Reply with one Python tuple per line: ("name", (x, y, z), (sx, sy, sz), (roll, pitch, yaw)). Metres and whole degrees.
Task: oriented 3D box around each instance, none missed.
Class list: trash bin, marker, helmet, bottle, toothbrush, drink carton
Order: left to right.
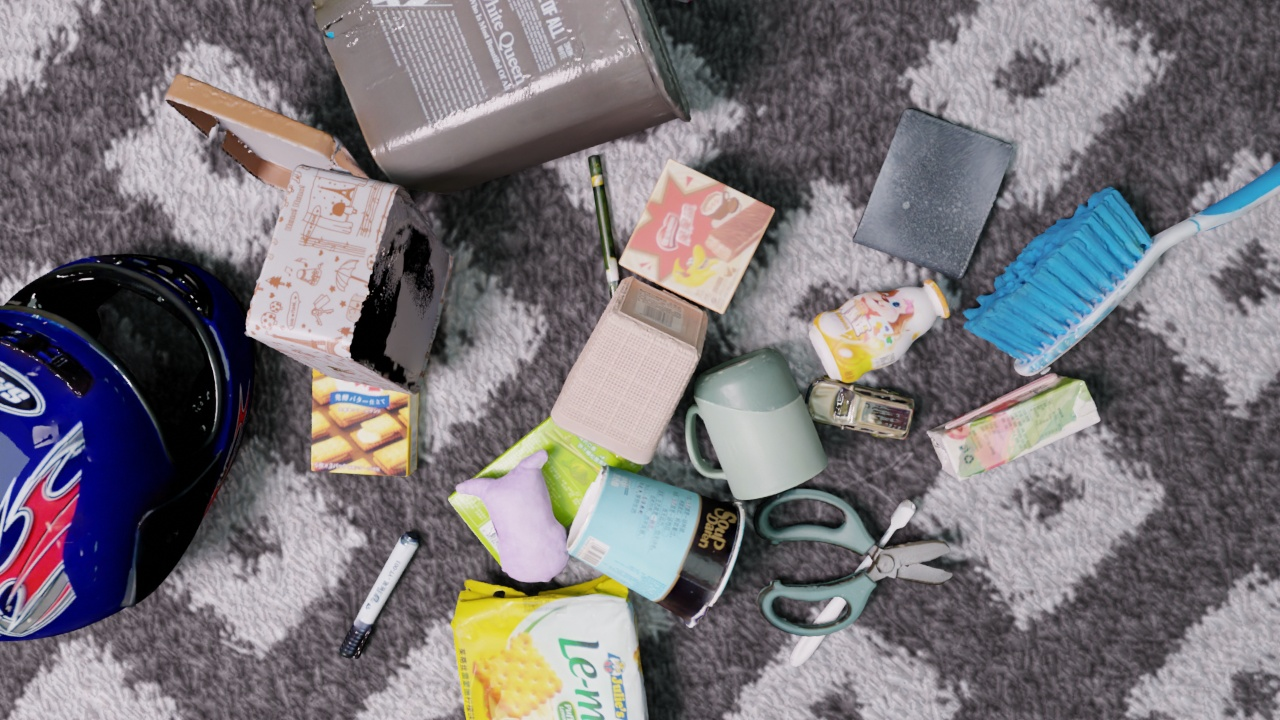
("helmet", (-0.460, 0.065, 0.719), (0.247, 0.240, 0.315), (28, 96, -1))
("marker", (-0.234, 0.212, 0.827), (0.022, 0.018, 0.131), (30, 97, -8))
("trash bin", (-0.099, -0.240, 0.696), (0.220, 0.198, 0.199), (-20, 94, 11))
("toothbrush", (-0.022, -0.084, 0.789), (0.017, 0.012, 0.186), (-9, 94, -1))
("toothbrush", (0.184, 0.195, 0.800), (0.016, 0.016, 0.180), (35, 99, 10))
("bottle", (0.196, -0.028, 0.754), (0.108, 0.063, 0.063), (-26, 93, 5))
("drink carton", (0.305, 0.053, 0.759), (0.122, 0.053, 0.045), (-25, 92, 5))

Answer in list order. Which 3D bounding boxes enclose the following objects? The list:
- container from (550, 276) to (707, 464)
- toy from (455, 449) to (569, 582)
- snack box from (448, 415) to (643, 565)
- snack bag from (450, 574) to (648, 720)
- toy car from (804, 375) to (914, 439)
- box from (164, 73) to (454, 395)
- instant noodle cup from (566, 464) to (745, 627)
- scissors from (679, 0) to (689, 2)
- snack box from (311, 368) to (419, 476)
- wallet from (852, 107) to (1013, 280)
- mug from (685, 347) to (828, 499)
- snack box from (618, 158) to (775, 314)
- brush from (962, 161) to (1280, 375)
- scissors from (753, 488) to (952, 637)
("container", (-0.004, 0.004, 0.736), (0.090, 0.089, 0.111), (25, 120, -4))
("toy", (-0.100, 0.138, 0.773), (0.084, 0.039, 0.108), (-20, 97, 5))
("snack box", (-0.082, 0.104, 0.802), (0.156, 0.026, 0.086), (-39, 92, 6))
("snack bag", (-0.070, 0.305, 0.799), (0.158, 0.068, 0.246), (-7, 95, 5))
("toy car", (0.184, 0.040, 0.775), (0.090, 0.035, 0.042), (13, 95, 5))
("box", (-0.258, -0.078, 0.700), (0.217, 0.180, 0.157), (23, 82, 4))
("instant noodle cup", (0.008, 0.143, 0.752), (0.120, 0.111, 0.111), (25, 96, -5))
("scissors", (0.083, -0.338, 0.760), (0.137, 0.017, 0.072), (-8, 85, 0))
("snack box", (-0.240, 0.029, 0.804), (0.087, 0.033, 0.140), (3, 93, 3))
("wallet", (0.243, -0.139, 0.764), (0.097, 0.019, 0.121), (21, 95, 3))
("mug", (0.085, 0.054, 0.765), (0.112, 0.082, 0.106), (-21, 94, 31))
("snack box", (0.046, -0.099, 0.750), (0.094, 0.077, 0.093), (26, 96, 1))
("brush", (0.409, -0.103, 0.742), (0.109, 0.060, 0.314), (45, 94, -6))
("scissors", (0.175, 0.157, 0.782), (0.179, 0.019, 0.161), (-20, 87, 14))
